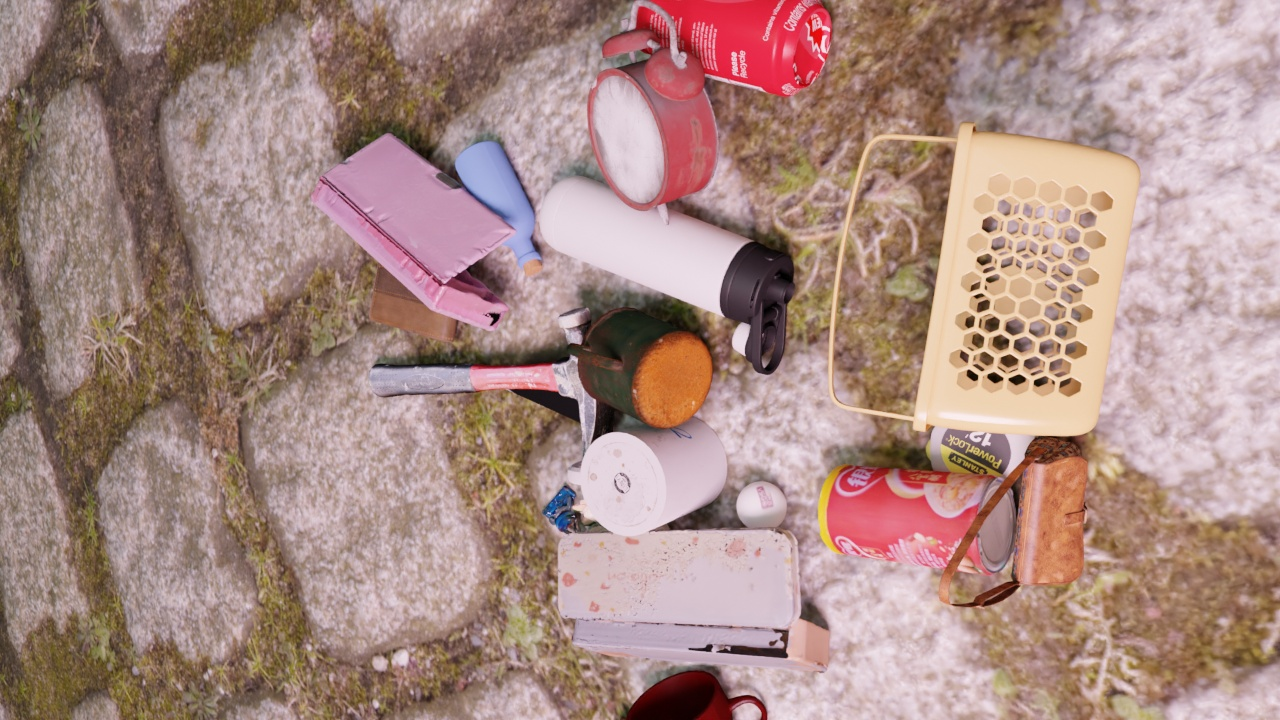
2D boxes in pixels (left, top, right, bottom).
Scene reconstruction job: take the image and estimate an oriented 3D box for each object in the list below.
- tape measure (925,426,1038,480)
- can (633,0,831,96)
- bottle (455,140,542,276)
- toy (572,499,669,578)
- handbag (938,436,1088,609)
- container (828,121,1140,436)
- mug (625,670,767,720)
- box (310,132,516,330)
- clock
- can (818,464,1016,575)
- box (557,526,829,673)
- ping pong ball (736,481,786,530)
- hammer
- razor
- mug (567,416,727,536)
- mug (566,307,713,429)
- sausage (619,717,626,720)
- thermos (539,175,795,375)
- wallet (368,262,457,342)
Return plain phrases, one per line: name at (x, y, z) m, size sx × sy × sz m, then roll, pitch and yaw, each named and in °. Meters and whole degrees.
tape measure at (0.240, 0.059, 0.650) m, size 0.064 × 0.016 × 0.065 m, roll 29°, pitch 111°, yaw 28°
can at (0.068, -0.251, 0.697) m, size 0.142 × 0.074 × 0.074 m, roll 25°, pitch 109°, yaw 30°
bottle at (-0.126, -0.139, 0.859) m, size 0.048 × 0.048 × 0.131 m, roll -34°, pitch 76°, yaw 32°
toy at (-0.013, 0.159, 0.812) m, size 0.087 × 0.050 × 0.112 m, roll -25°, pitch 99°, yaw 34°
handbag at (0.230, 0.107, 0.554) m, size 0.043 × 0.195 × 0.093 m, roll 11°, pitch 104°, yaw 39°
container at (0.209, -0.048, 0.586) m, size 0.167 × 0.129 × 0.183 m, roll 9°, pitch 95°, yaw 22°
mug at (0.057, 0.322, 0.778) m, size 0.114 × 0.087 × 0.088 m, roll -24°, pitch 100°, yaw 7°
box at (-0.205, -0.134, 0.870) m, size 0.232 × 0.099 × 0.107 m, roll 39°, pitch 98°, yaw 35°
clock at (0.013, -0.193, 0.697) m, size 0.110 × 0.061 × 0.157 m, roll 45°, pitch 148°, yaw 37°
can at (0.193, 0.110, 0.646) m, size 0.125 × 0.066 × 0.066 m, roll -1°, pitch 95°, yaw 44°
box at (0.041, 0.196, 0.758) m, size 0.218 × 0.115 × 0.095 m, roll -6°, pitch 59°, yaw 31°
ping pong ball at (0.098, 0.118, 0.740) m, size 0.040 × 0.040 × 0.040 m, roll 4°, pitch 98°, yaw 34°
hammer at (-0.156, 0.026, 0.897) m, size 0.327 × 0.036 × 0.140 m, roll -2°, pitch 109°, yaw 39°
razor at (-0.043, 0.183, 0.857) m, size 0.141 × 0.018 × 0.044 m, roll 49°, pitch 119°, yaw 20°
mug at (-0.003, 0.093, 0.771) m, size 0.120 × 0.096 × 0.083 m, roll 0°, pitch 95°, yaw 34°
mug at (-0.005, 0.004, 0.742) m, size 0.081 × 0.110 × 0.085 m, roll 24°, pitch 99°, yaw 49°
sausage at (-0.020, 0.396, 0.855) m, size 0.040 × 0.040 × 0.156 m, roll 28°, pitch 110°, yaw 29°
thermos at (0.019, -0.075, 0.760) m, size 0.230 × 0.068 × 0.101 m, roll 25°, pitch 122°, yaw 29°
wallet at (-0.231, -0.077, 0.953) m, size 0.121 × 0.026 × 0.099 m, roll 15°, pitch 99°, yaw 34°
